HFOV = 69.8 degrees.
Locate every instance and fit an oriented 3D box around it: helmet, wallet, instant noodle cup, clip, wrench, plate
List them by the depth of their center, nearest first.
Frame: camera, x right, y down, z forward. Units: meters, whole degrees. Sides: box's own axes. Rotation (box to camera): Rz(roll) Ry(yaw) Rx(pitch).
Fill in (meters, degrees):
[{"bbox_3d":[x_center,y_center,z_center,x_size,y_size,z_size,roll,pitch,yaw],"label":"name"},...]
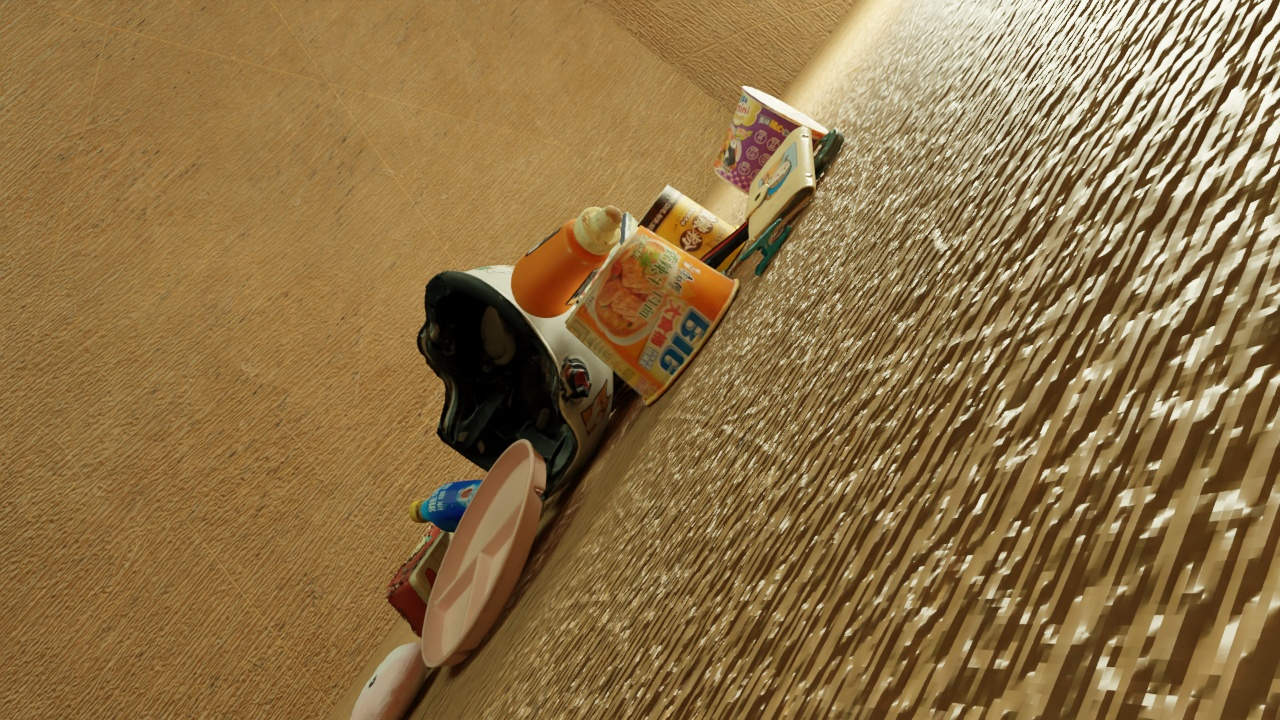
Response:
[{"bbox_3d":[0.109,-0.099,0.791,0.057,0.047,0.014,-52,3,-16],"label":"clip"},{"bbox_3d":[0.132,-0.163,0.868,0.087,0.024,0.115,-42,26,34],"label":"wallet"},{"bbox_3d":[0.006,-0.049,0.874,0.151,0.111,0.151,-53,5,6],"label":"instant noodle cup"},{"bbox_3d":[-0.149,0.185,0.885,0.230,0.028,0.229,-53,21,30],"label":"plate"},{"bbox_3d":[0.112,-0.140,0.947,0.274,0.016,0.056,-42,18,44],"label":"wrench"},{"bbox_3d":[-0.118,0.008,1.008,0.156,0.230,0.274,-31,-53,-41],"label":"helmet"},{"bbox_3d":[0.140,-0.239,1.034,0.099,0.111,0.111,-60,2,22],"label":"instant noodle cup"},{"bbox_3d":[-0.006,0.006,1.080,0.107,0.031,0.132,-57,1,-23],"label":"wallet"},{"bbox_3d":[0.049,-0.138,1.092,0.118,0.114,0.118,-52,4,5],"label":"instant noodle cup"}]

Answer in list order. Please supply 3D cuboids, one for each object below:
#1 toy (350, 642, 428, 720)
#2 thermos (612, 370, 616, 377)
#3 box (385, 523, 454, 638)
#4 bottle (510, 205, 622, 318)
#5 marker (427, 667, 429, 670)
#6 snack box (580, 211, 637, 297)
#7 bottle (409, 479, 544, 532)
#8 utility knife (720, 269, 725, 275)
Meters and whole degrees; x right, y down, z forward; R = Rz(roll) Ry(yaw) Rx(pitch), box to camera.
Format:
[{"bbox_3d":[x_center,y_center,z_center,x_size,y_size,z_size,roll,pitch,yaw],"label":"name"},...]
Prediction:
[{"bbox_3d":[-0.273,0.370,0.958,0.159,0.054,0.122,-65,9,-29],"label":"toy"},{"bbox_3d":[-0.034,-0.048,1.220,0.090,0.068,0.242,3,72,37],"label":"thermos"},{"bbox_3d":[-0.261,0.272,1.188,0.076,0.091,0.168,-29,15,23],"label":"box"},{"bbox_3d":[-0.062,-0.094,0.835,0.150,0.067,0.066,-38,15,46],"label":"bottle"},{"bbox_3d":[-0.215,0.308,1.049,0.124,0.015,0.018,-56,3,7],"label":"marker"},{"bbox_3d":[-0.076,-0.082,1.156,0.178,0.046,0.182,-29,36,23],"label":"snack box"},{"bbox_3d":[-0.211,0.180,1.138,0.219,0.065,0.065,-14,32,41],"label":"bottle"},{"bbox_3d":[0.062,-0.064,1.020,0.181,0.015,0.033,140,146,-67],"label":"utility knife"}]
